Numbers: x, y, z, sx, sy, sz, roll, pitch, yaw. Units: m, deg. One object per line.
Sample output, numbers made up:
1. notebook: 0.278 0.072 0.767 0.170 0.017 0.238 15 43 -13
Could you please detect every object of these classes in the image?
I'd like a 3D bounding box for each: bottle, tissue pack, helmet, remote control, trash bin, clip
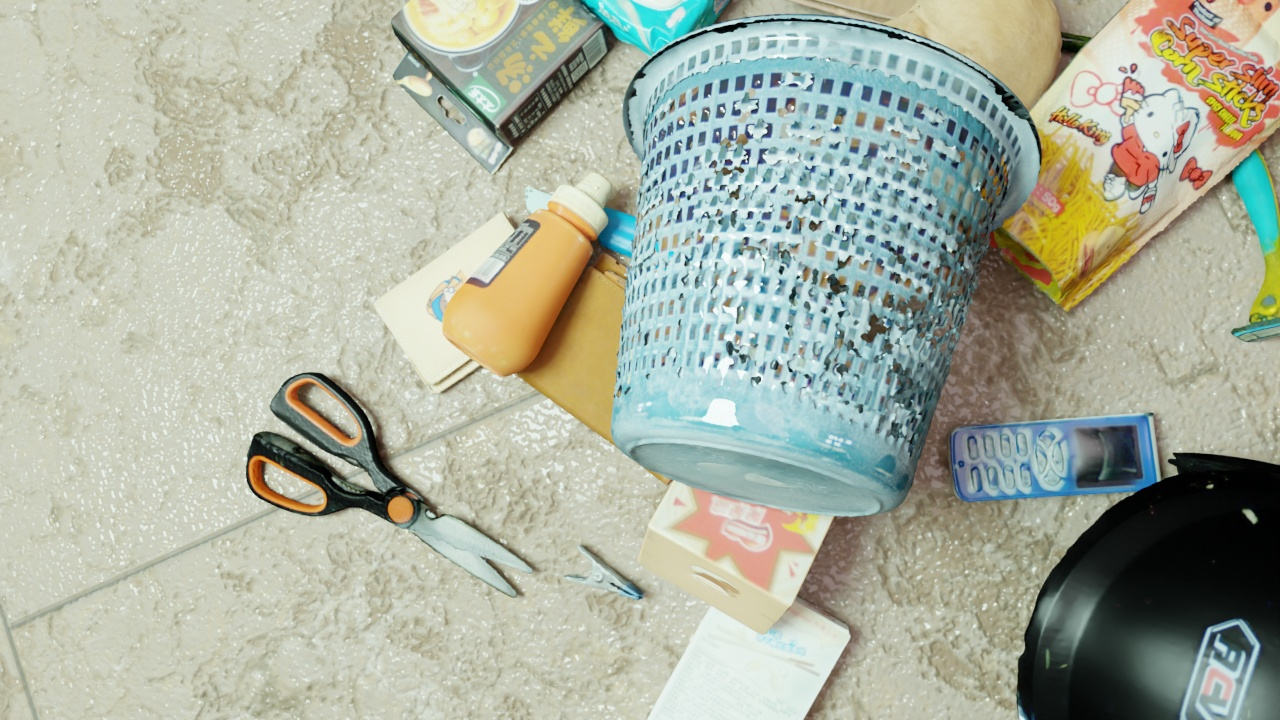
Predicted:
1. bottle: -0.067 -0.062 0.604 0.067 0.067 0.149 33 80 10
2. tissue pack: 0.024 -0.276 0.626 0.093 0.050 0.133 37 92 10
3. helmet: 0.326 0.175 0.458 0.274 0.230 0.233 22 89 -29
4. remote control: 0.259 0.061 0.578 0.125 0.024 0.049 -5 85 10
5. trash bin: 0.077 -0.029 0.484 0.227 0.227 0.194 12 74 9
6. clip: -0.023 0.146 0.619 0.056 0.024 0.026 22 86 16

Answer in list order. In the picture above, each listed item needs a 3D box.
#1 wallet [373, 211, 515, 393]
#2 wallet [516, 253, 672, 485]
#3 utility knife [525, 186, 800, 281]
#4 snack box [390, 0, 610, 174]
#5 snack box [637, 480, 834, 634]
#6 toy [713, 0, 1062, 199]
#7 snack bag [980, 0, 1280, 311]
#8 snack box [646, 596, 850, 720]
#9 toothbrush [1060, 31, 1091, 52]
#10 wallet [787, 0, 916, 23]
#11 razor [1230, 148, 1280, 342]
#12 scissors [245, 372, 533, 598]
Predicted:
1. wallet: -0.120 -0.038 0.646 0.115 0.024 0.087 -34 85 3
2. wallet: -0.004 0.004 0.621 0.132 0.031 0.108 35 95 9
3. utility knife: 0.009 -0.080 0.631 0.203 0.018 0.034 22 86 10
4. snack box: -0.104 -0.219 0.646 0.113 0.053 0.125 44 88 9
5. snack box: 0.063 0.098 0.564 0.093 0.077 0.094 28 63 10
6. toy: 0.156 -0.158 0.574 0.226 0.082 0.143 -40 104 8
7. snack bag: 0.299 -0.138 0.552 0.128 0.073 0.208 43 99 -10
8. snack box: 0.061 0.220 0.597 0.085 0.027 0.157 30 91 10
9. toothbrush: 0.262 -0.216 0.604 0.186 0.012 0.017 15 77 10
10. wallet: 0.160 -0.281 0.615 0.101 0.020 0.115 19 81 11
11. razor: 0.382 -0.080 0.567 0.028 0.043 0.132 -3 80 -18
12. scissors: -0.184 0.108 0.650 0.161 0.021 0.234 -37 85 11
